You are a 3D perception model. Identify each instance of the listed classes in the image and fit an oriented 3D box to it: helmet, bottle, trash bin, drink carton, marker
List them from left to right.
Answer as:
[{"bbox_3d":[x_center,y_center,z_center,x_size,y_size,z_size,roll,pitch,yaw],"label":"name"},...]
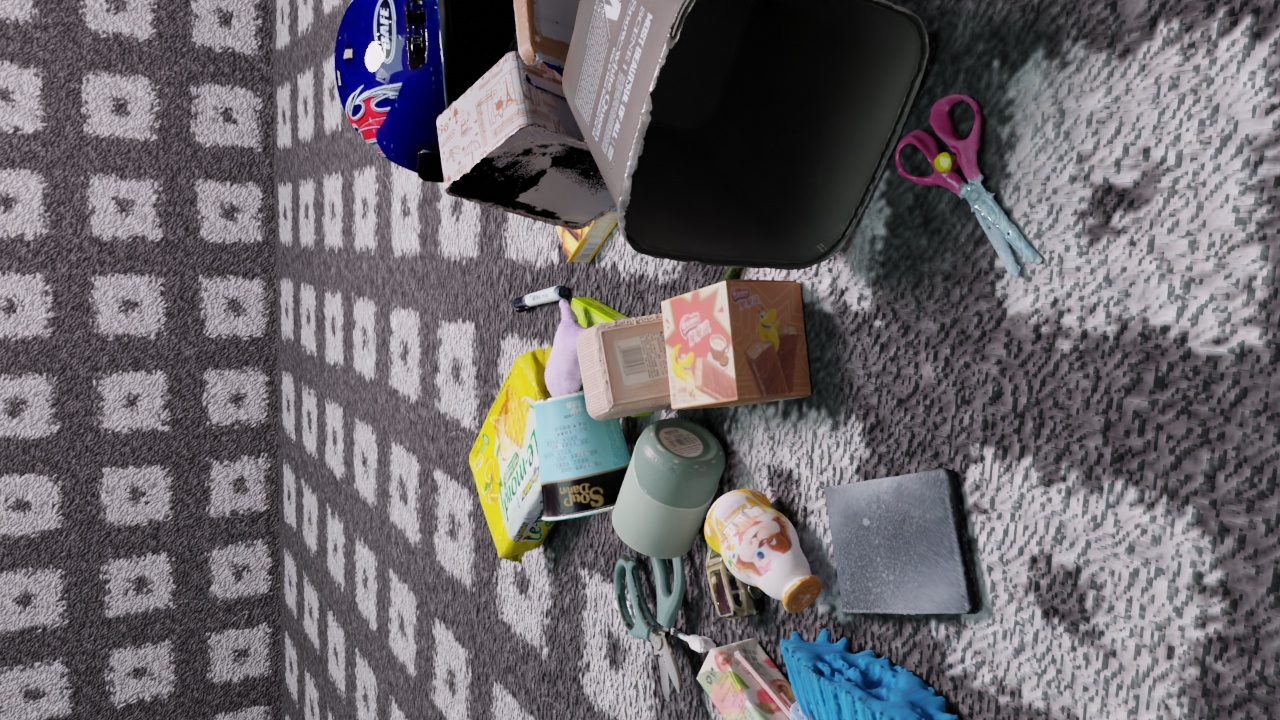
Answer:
[{"bbox_3d":[-0.218,-0.340,1.049,0.316,0.239,0.247,-10,85,57],"label":"helmet"},{"bbox_3d":[-0.123,-0.075,1.122,0.131,0.018,0.022,-5,97,58],"label":"marker"},{"bbox_3d":[0.052,-0.208,0.683,0.219,0.198,0.199,59,138,46],"label":"trash bin"},{"bbox_3d":[0.100,0.154,0.740,0.108,0.063,0.063,46,130,46],"label":"bottle"},{"bbox_3d":[0.103,0.288,0.752,0.122,0.053,0.046,47,130,45],"label":"drink carton"}]

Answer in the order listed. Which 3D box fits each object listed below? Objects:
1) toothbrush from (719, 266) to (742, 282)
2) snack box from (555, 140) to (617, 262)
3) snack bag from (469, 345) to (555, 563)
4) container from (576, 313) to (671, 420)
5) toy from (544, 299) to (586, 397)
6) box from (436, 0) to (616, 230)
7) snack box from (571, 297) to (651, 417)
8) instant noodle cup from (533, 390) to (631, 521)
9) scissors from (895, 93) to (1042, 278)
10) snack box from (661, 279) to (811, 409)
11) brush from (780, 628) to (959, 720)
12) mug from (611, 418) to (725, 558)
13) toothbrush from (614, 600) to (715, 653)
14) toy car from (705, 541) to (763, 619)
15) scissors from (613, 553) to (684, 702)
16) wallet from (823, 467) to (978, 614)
[{"bbox_3d":[0.075,-0.061,0.813,0.017,0.012,0.186,58,138,30],"label":"toothbrush"},{"bbox_3d":[-0.052,-0.180,0.987,0.141,0.033,0.086,-46,55,46],"label":"snack box"},{"bbox_3d":[-0.131,0.114,1.100,0.247,0.068,0.158,-59,44,41],"label":"snack bag"},{"bbox_3d":[-0.005,0.005,0.833,0.111,0.090,0.090,155,106,-81],"label":"container"},{"bbox_3d":[-0.079,-0.002,0.984,0.084,0.038,0.108,53,138,41],"label":"toy"},{"bbox_3d":[-0.086,-0.250,0.859,0.158,0.180,0.217,-14,77,43],"label":"box"},{"bbox_3d":[-0.032,-0.007,0.972,0.156,0.026,0.086,31,118,53],"label":"snack box"},{"bbox_3d":[-0.057,0.091,0.930,0.111,0.111,0.120,-14,86,57],"label":"instant noodle cup"},{"bbox_3d":[0.218,-0.113,0.582,0.072,0.017,0.137,-52,53,33],"label":"scissors"},{"bbox_3d":[0.076,-0.011,0.751,0.093,0.077,0.094,-13,81,58],"label":"snack box"},{"bbox_3d":[0.207,0.290,0.595,0.315,0.060,0.109,20,114,53],"label":"brush"},{"bbox_3d":[0.026,0.106,0.847,0.111,0.082,0.106,-94,19,-59],"label":"mug"},{"bbox_3d":[0.020,0.264,0.923,0.180,0.016,0.016,-1,82,60],"label":"toothbrush"},{"bbox_3d":[0.078,0.180,0.804,0.042,0.035,0.090,-35,61,52],"label":"toy car"},{"bbox_3d":[0.021,0.237,0.891,0.162,0.019,0.179,-64,33,28],"label":"scissors"},{"bbox_3d":[0.181,0.131,0.652,0.121,0.019,0.097,-22,73,55],"label":"wallet"}]
